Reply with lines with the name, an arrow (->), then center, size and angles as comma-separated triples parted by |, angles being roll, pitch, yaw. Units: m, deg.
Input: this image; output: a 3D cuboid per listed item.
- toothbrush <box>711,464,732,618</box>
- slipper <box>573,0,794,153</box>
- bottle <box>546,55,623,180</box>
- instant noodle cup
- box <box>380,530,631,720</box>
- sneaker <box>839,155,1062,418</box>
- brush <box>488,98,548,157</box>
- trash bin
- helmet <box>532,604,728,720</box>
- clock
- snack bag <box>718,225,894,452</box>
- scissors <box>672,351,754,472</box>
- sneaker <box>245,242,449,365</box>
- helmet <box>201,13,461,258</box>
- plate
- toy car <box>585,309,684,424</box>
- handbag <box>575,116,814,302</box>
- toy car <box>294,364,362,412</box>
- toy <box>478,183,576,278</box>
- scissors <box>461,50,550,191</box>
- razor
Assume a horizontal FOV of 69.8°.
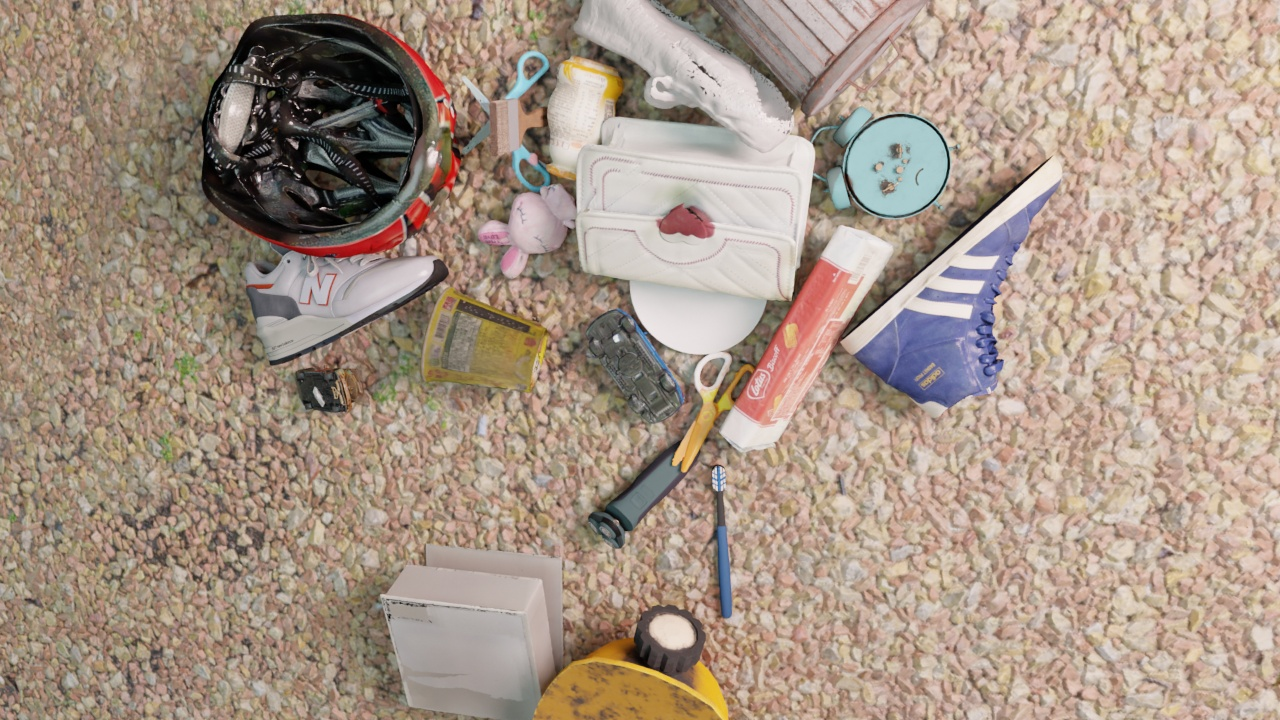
toothbrush -> 0.084, 0.187, 0.938 | 0.014, 0.014, 0.168 | -3, 102, 4
slipper -> 0.030, -0.252, 0.783 | 0.247, 0.112, 0.075 | 43, 133, 26
bottle -> -0.057, -0.223, 0.851 | 0.063, 0.063, 0.109 | 21, 107, 9
instant noodle cup -> -0.153, -0.014, 0.917 | 0.108, 0.102, 0.102 | 15, 106, 1
box -> -0.140, 0.269, 1.127 | 0.169, 0.403, 0.172 | 3, 104, 13
sneaker -> 0.298, -0.048, 0.784 | 0.233, 0.091, 0.118 | -44, 85, 20
brush -> -0.102, -0.216, 0.823 | 0.008, 0.142, 0.045 | 7, 113, 15
trash bin -> 0.125, -0.309, 0.749 | 0.211, 0.130, 0.131 | 47, 109, 2
helmet -> 0.007, 0.358, 0.935 | 0.205, 0.131, 0.256 | 18, 121, 9
clock -> 0.207, -0.171, 0.799 | 0.124, 0.053, 0.090 | 14, 105, 11
snack bag -> 0.151, -0.016, 0.839 | 0.041, 0.077, 0.226 | 40, 112, 27
scissors -> 0.061, 0.051, 0.898 | 0.070, 0.013, 0.130 | 35, 95, 7
sneaker -> -0.320, -0.088, 0.940 | 0.240, 0.088, 0.124 | -24, 99, 22
helmet -> -0.279, -0.202, 0.856 | 0.272, 0.166, 0.217 | 18, 92, 23
plate -> 0.056, -0.073, 0.885 | 0.135, 0.011, 0.134 | 3, 104, 14
toy car -> -0.005, 0.005, 0.902 | 0.056, 0.043, 0.120 | -35, 94, 19
handbag -> 0.045, -0.127, 0.811 | 0.199, 0.096, 0.142 | 8, 124, 11
toy car -> -0.331, 0.029, 0.993 | 0.112, 0.047, 0.047 | 1, 104, 44
toy -> -0.109, -0.127, 0.896 | 0.110, 0.047, 0.063 | -31, 111, 33
scissors -> -0.115, -0.227, 0.863 | 0.015, 0.135, 0.135 | 14, 66, 40
razor -> 0.006, 0.133, 0.933 | 0.047, 0.052, 0.143 | 45, 100, 3
